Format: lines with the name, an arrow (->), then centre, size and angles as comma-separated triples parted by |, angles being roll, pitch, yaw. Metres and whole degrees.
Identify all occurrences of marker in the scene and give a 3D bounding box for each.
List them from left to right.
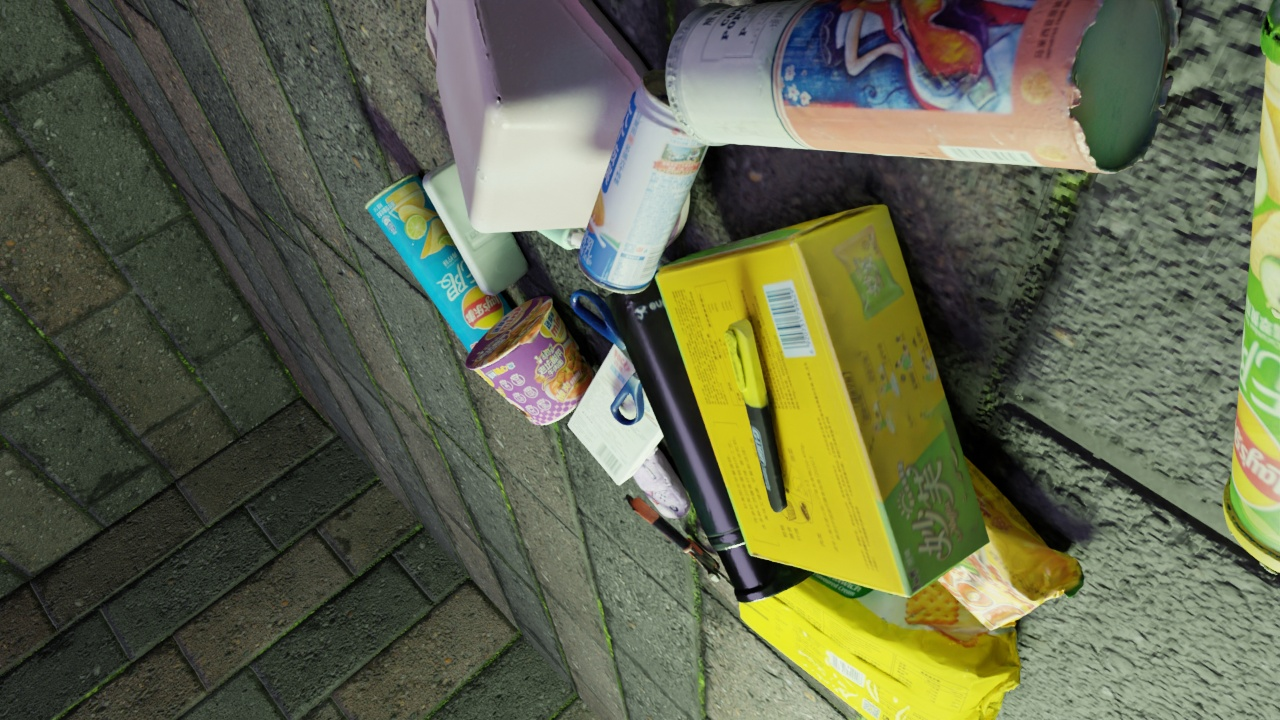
marker -> 0.068, 0.035, 0.534 | 0.018, 0.015, 0.124 | 26, 135, 61

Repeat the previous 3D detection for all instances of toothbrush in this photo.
toothbrush -> -0.077, -0.120, 0.791 | 0.224, 0.027, 0.026 | 35, -172, 34

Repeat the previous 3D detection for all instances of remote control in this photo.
remote control -> -0.158, -0.130, 0.890 | 0.020, 0.055, 0.136 | 16, 139, 51

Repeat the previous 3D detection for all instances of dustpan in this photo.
dustpan -> -0.067, -0.204, 0.676 | 0.223, 0.138, 0.273 | 129, 129, -68

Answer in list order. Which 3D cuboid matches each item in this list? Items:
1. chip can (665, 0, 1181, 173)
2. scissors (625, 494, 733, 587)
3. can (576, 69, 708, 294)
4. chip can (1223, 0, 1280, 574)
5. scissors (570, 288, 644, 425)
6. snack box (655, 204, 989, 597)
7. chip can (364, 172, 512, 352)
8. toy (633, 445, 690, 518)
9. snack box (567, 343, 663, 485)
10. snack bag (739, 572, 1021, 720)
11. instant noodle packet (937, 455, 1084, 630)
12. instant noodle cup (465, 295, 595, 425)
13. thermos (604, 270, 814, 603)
chip can -> 0.104, -0.122, 0.395 | 0.215, 0.071, 0.071 | 22, 143, 49
scissors -> 0.057, 0.199, 0.942 | 0.226, 0.015, 0.189 | 36, 174, 34
can -> 0.003, -0.108, 0.571 | 0.053, 0.053, 0.135 | 43, 133, 21
chip can -> 0.237, -0.020, 0.298 | 0.073, 0.072, 0.221 | 25, 146, 46
scissors -> -0.005, 0.004, 0.790 | 0.173, 0.012, 0.163 | 40, 143, 30
snack box -> 0.103, 0.024, 0.558 | 0.158, 0.069, 0.210 | -4, 107, 63
chip can -> -0.215, -0.101, 1.017 | 0.210, 0.071, 0.071 | 56, 157, -10
toy -> 0.018, 0.121, 0.952 | 0.108, 0.038, 0.084 | 60, 157, -18
snack box -> -0.015, 0.051, 0.878 | 0.084, 0.026, 0.157 | 49, 143, 13
snack bag -> 0.171, 0.210, 0.723 | 0.247, 0.068, 0.158 | 31, 146, 33
instant noodle packet -> 0.207, 0.113, 0.588 | 0.128, 0.044, 0.111 | 45, 159, 17
instant noodle cup -> -0.107, 0.005, 0.939 | 0.099, 0.111, 0.112 | 53, 158, -21
thermos -> 0.061, 0.048, 0.676 | 0.068, 0.090, 0.242 | 137, 109, -80
